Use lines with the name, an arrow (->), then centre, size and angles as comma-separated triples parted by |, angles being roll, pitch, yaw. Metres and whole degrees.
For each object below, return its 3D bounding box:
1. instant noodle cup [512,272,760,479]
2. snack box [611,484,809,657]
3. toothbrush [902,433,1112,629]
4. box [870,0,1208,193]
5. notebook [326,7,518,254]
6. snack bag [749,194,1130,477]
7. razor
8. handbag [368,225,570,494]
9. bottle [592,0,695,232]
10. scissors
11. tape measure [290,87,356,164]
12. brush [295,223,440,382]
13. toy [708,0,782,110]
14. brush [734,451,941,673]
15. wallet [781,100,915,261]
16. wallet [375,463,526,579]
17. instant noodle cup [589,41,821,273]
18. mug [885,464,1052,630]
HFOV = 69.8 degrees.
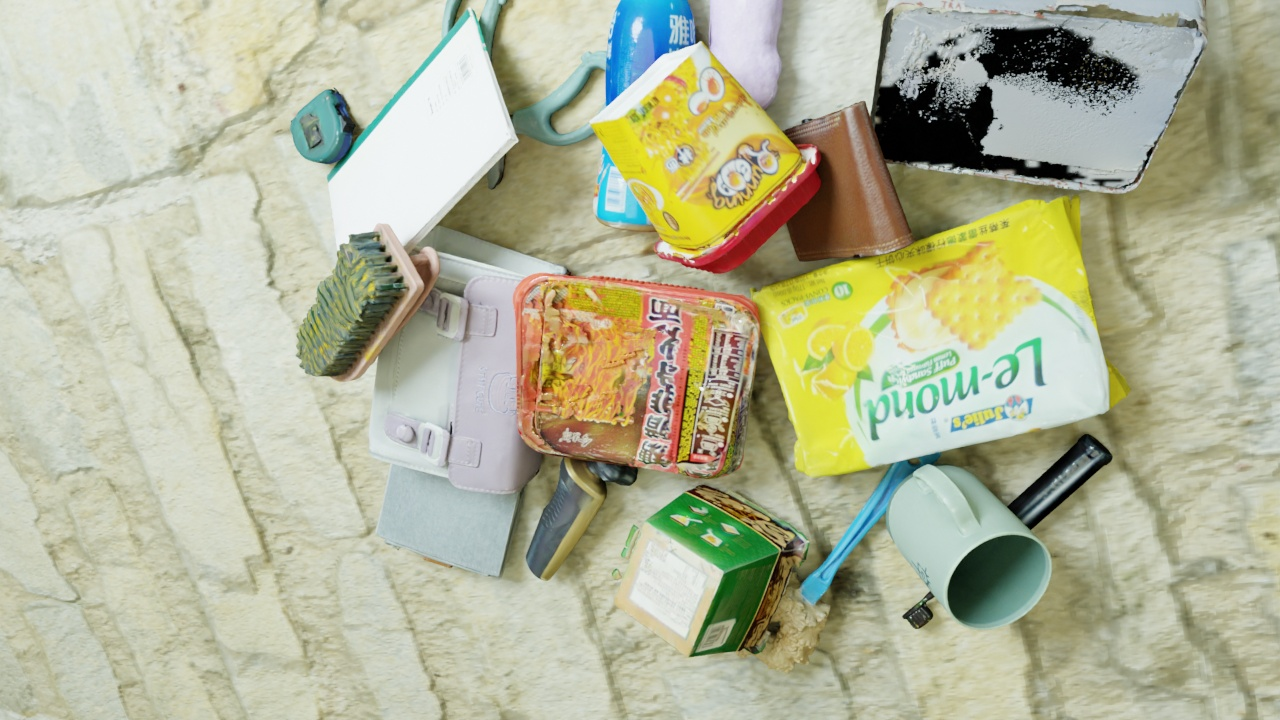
instant noodle cup -> -0.004, 0.004, 0.723 | 0.189, 0.079, 0.165 | 8, 120, 5
snack box -> 0.049, 0.176, 0.740 | 0.117, 0.105, 0.118 | 28, 107, 30
toothbrush -> 0.281, 0.141, 0.722 | 0.027, 0.026, 0.213 | 47, 116, 23
box -> 0.250, -0.233, 0.590 | 0.181, 0.197, 0.158 | 8, 150, 14
notebook -> -0.182, -0.158, 0.725 | 0.210, 0.012, 0.150 | -38, 55, 28
snack bag -> 0.209, -0.015, 0.674 | 0.247, 0.068, 0.158 | -16, 100, 21
razor -> -0.057, 0.133, 0.816 | 0.067, 0.062, 0.168 | 17, 120, -22
handbag -> -0.145, 0.002, 0.779 | 0.145, 0.098, 0.197 | 15, 111, 7
bottle -> 0.005, -0.208, 0.680 | 0.065, 0.065, 0.219 | 11, 108, 14
scissors -> -0.106, -0.233, 0.732 | 0.171, 0.019, 0.181 | -23, 100, 23
tape measure -> -0.273, -0.197, 0.785 | 0.058, 0.025, 0.054 | -30, 78, 24
brush -> -0.210, -0.035, 0.703 | 0.146, 0.072, 0.063 | -47, 69, 37
toy -> 0.071, -0.232, 0.666 | 0.084, 0.038, 0.108 | 11, 115, 29
brush -> 0.161, 0.164, 0.764 | 0.083, 0.045, 0.255 | 37, 110, 8
wallet -> 0.135, -0.122, 0.642 | 0.032, 0.125, 0.101 | -23, 101, -16
wallet -> -0.178, 0.142, 0.861 | 0.130, 0.037, 0.106 | 17, 100, 11
instant noodle cup -> 0.039, -0.139, 0.625 | 0.116, 0.116, 0.123 | -44, 112, -7
mug -> 0.231, 0.122, 0.674 | 0.082, 0.106, 0.112 | -30, 117, 3
